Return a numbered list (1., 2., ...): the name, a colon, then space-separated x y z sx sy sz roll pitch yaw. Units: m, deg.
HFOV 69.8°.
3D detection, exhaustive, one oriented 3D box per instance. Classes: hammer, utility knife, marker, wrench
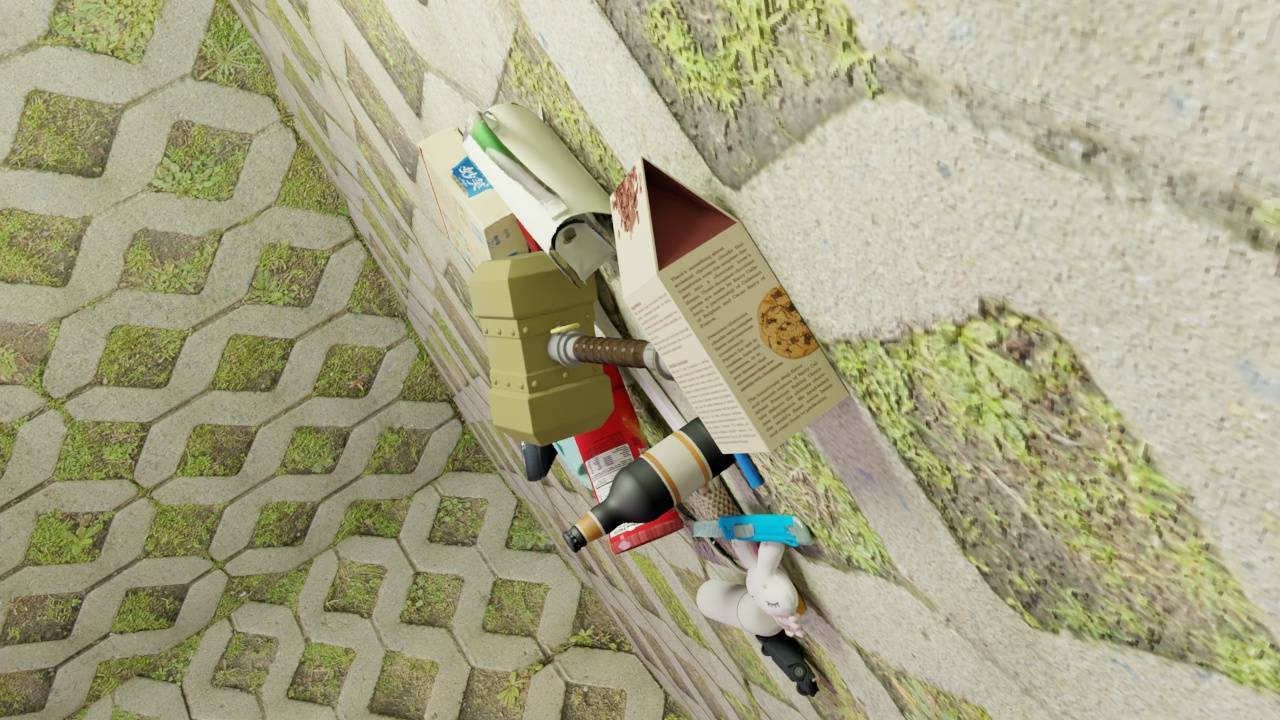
1. hammer: -0.030 -0.008 0.857 0.325 0.100 0.190 6 107 53
2. utility knife: 0.104 0.170 0.917 0.207 0.015 0.031 -21 78 63
3. marker: 0.076 0.058 0.858 0.142 0.013 0.013 59 165 -9
4. wrench: -0.006 0.006 0.997 0.273 0.018 0.066 54 164 7

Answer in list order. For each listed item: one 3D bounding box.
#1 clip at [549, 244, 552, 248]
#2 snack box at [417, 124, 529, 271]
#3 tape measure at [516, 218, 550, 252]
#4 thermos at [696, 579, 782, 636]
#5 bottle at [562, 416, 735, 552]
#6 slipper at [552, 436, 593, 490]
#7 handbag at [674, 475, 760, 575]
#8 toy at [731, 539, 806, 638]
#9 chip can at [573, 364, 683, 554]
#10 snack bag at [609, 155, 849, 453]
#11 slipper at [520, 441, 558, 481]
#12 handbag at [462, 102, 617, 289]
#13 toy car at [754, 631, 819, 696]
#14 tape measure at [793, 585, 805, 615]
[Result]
1. clip: -0.086 -0.139 0.939 0.043 0.023 0.076 58 163 2
2. snack box: -0.202 -0.173 1.162 0.153 0.055 0.208 51 164 20
3. tape measure: -0.118 -0.137 1.046 0.059 0.019 0.051 51 168 46
4. thermos: 0.123 0.303 1.133 0.052 0.052 0.224 56 165 2
5. bottle: 0.004 0.125 0.888 0.059 0.181 0.059 51 164 20
6. slipper: -0.094 0.056 1.196 0.276 0.116 0.069 57 -159 13
7. handbag: 0.073 0.185 1.058 0.124 0.047 0.186 57 164 -4
8. toy: 0.134 0.231 0.940 0.076 0.037 0.125 -3 110 60
9. chip can: -0.028 0.106 1.049 0.087 0.087 0.213 114 135 -73
10. snack bag: 0.045 -0.040 0.643 0.206 0.069 0.094 57 165 -2
11. slipper: -0.125 0.071 1.325 0.267 0.083 0.111 -92 -2 -60
12. handbag: -0.088 -0.157 0.772 0.151 0.074 0.176 52 -177 25
13. toy car: 0.177 0.356 1.108 0.112 0.034 0.046 40 158 48
14. tape measure: 0.151 0.258 0.999 0.068 0.030 0.059 54 167 8
